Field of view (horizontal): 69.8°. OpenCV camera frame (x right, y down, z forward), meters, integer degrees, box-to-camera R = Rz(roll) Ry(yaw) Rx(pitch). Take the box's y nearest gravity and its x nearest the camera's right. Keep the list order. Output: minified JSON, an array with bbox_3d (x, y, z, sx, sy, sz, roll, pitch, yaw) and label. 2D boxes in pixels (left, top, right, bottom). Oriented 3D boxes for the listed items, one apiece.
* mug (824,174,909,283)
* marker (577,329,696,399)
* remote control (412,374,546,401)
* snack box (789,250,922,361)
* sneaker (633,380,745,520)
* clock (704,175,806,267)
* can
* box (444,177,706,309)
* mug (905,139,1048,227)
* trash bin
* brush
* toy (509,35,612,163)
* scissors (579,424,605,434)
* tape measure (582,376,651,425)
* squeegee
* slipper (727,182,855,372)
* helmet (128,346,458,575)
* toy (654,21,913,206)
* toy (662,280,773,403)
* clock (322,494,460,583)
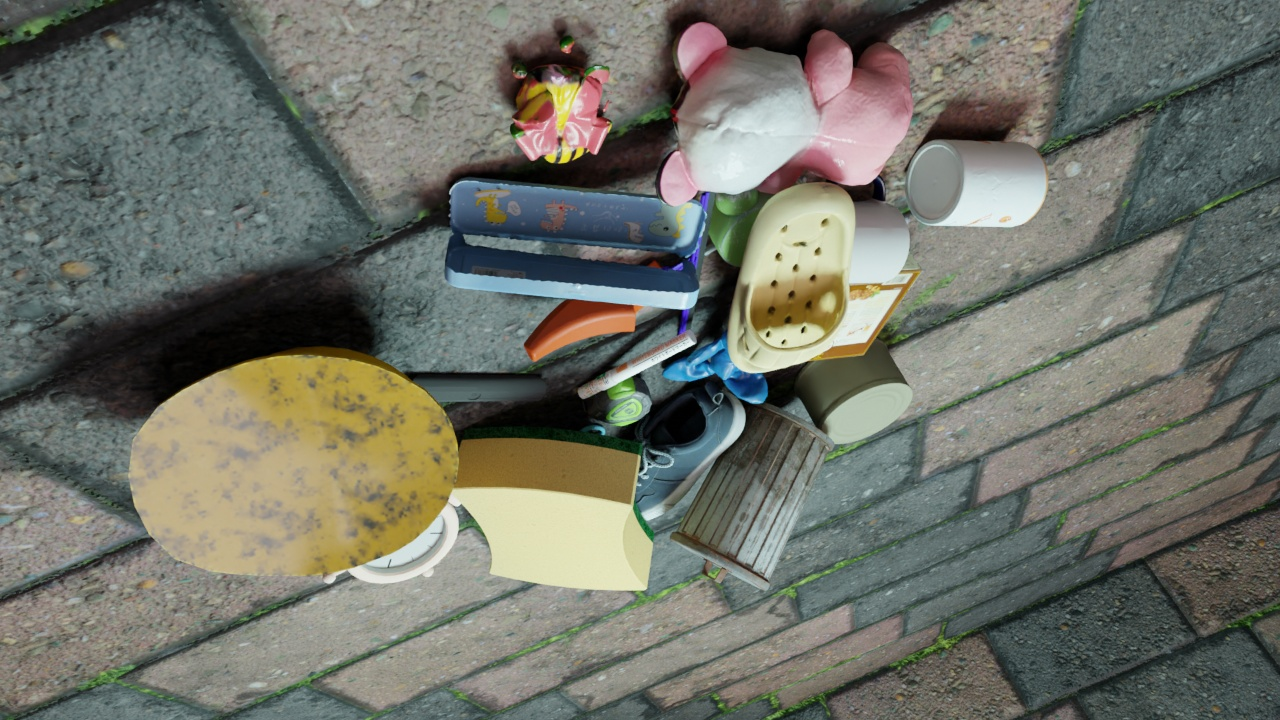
[{"bbox_3d":[0.198,-0.129,0.882,0.096,0.078,0.112,-4,114,-26],"label":"mug"},{"bbox_3d":[-0.006,0.006,0.970,0.146,0.017,0.017,-27,147,25],"label":"marker"},{"bbox_3d":[-0.166,0.030,0.931,0.146,0.015,0.033,1,139,-32],"label":"remote control"},{"bbox_3d":[0.210,-0.059,1.005,0.143,0.041,0.147,-6,142,-24],"label":"snack box"},{"bbox_3d":[0.023,0.112,1.093,0.236,0.089,0.087,-45,144,20],"label":"sneaker"},{"bbox_3d":[0.105,-0.133,0.843,0.094,0.042,0.120,-10,143,-21],"label":"clock"},{"bbox_3d":[0.265,0.039,1.144,0.127,0.073,0.128,-16,146,-11],"label":"can"},{"bbox_3d":[-0.050,-0.099,0.737,0.210,0.072,0.079,6,126,-9],"label":"box"},{"bbox_3d":[0.322,-0.170,0.883,0.105,0.082,0.082,-3,142,-25],"label":"mug"},{"bbox_3d":[0.133,0.169,1.110,0.211,0.131,0.131,-61,145,-10],"label":"trash bin"},{"bbox_3d":[-0.091,0.174,1.043,0.195,0.075,0.251,4,144,8],"label":"brush"},{"bbox_3d":[-0.057,-0.183,0.680,0.084,0.046,0.103,-37,151,-4],"label":"toy"},{"bbox_3d":[-0.096,0.102,1.075,0.120,0.015,0.138,-38,149,20],"label":"scissors"},{"bbox_3d":[-0.021,0.043,1.018,0.066,0.035,0.058,-34,136,22],"label":"tape measure"},{"bbox_3d":[-0.026,-0.052,0.864,0.184,0.055,0.250,-30,157,-17],"label":"squeegee"},{"bbox_3d":[0.143,-0.048,0.817,0.111,0.079,0.262,-11,147,-6],"label":"slipper"},{"bbox_3d":[-0.292,0.071,0.808,0.255,0.131,0.205,-9,113,-10],"label":"helmet"},{"bbox_3d":[0.114,-0.190,0.727,0.212,0.084,0.142,-3,128,-24],"label":"toy"},{"bbox_3d":[0.106,-0.017,0.973,0.112,0.070,0.177,15,131,-16],"label":"toy"},{"bbox_3d":[-0.276,0.177,1.029,0.131,0.086,0.161,5,128,-35],"label":"clock"}]
